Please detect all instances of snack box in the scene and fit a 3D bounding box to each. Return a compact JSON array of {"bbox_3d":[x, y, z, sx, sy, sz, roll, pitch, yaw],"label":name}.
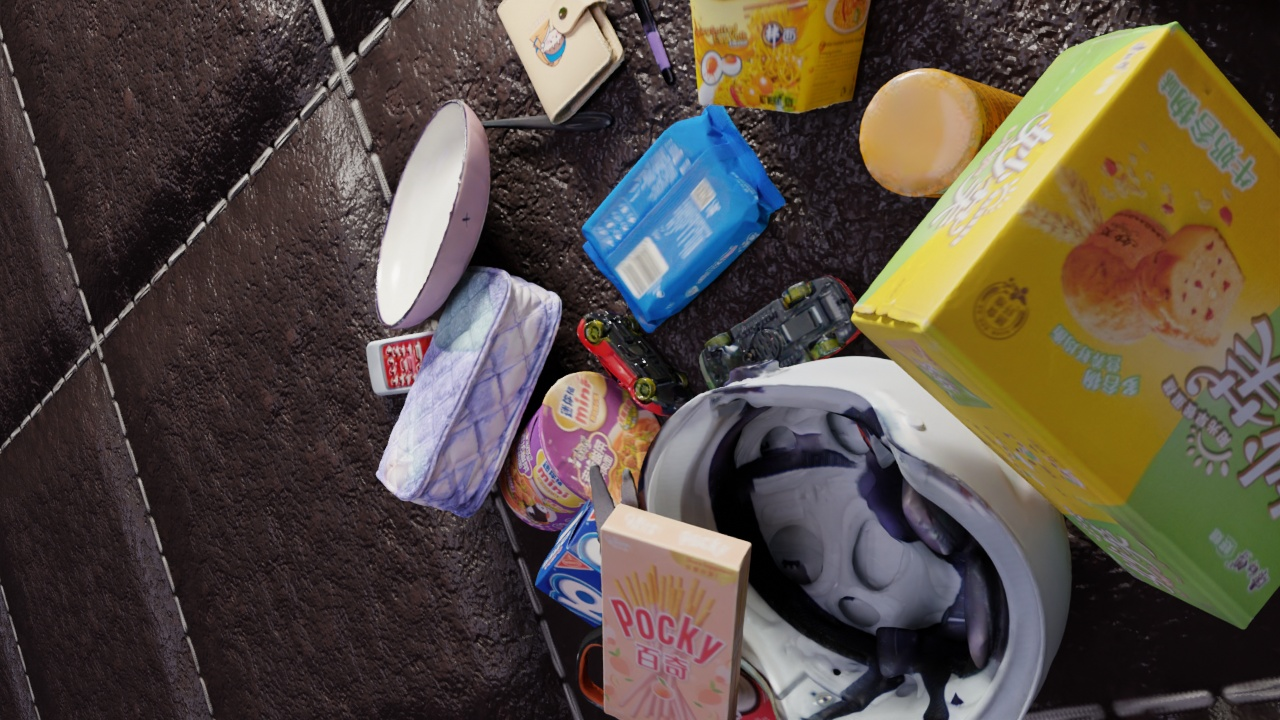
[{"bbox_3d":[0.029,0.183,0.637,0.207,0.057,0.058,35,130,-1],"label":"snack box"},{"bbox_3d":[0.019,0.164,0.548,0.084,0.026,0.157,13,123,22],"label":"snack box"},{"bbox_3d":[0.222,-0.011,0.397,0.210,0.070,0.157,40,89,-12],"label":"snack box"}]

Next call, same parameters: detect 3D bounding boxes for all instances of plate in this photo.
[{"bbox_3d":[-0.166,-0.115,0.752,0.193,0.039,0.192,-34,48,49],"label":"plate"}]

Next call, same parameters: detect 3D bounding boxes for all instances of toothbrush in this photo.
[{"bbox_3d":[-0.011,-0.288,0.672,0.014,0.016,0.189,-24,84,38],"label":"toothbrush"},{"bbox_3d":[-0.096,-0.194,0.754,0.181,0.018,0.015,8,81,35],"label":"toothbrush"}]

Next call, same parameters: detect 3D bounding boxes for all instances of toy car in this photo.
[{"bbox_3d":[0.094,-0.011,0.615,0.121,0.045,0.053,-31,76,32],"label":"toy car"},{"bbox_3d":[-0.004,0.004,0.693,0.106,0.049,0.031,47,123,22],"label":"toy car"}]

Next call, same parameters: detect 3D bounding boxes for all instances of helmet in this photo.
[{"bbox_3d":[0.131,0.096,0.539,0.259,0.145,0.229,-7,101,54],"label":"helmet"}]

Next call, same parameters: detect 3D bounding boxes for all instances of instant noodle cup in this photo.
[{"bbox_3d":[-0.052,0.079,0.712,0.099,0.111,0.111,-38,74,44],"label":"instant noodle cup"},{"bbox_3d":[0.085,-0.219,0.554,0.116,0.115,0.124,17,119,35],"label":"instant noodle cup"}]

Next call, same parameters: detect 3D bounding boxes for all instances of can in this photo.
[{"bbox_3d":[0.170,-0.113,0.475,0.058,0.145,0.058,7,101,37],"label":"can"}]

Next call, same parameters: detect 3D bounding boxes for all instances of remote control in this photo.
[{"bbox_3d":[-0.215,0.002,0.876,0.136,0.020,0.056,-6,94,38],"label":"remote control"}]

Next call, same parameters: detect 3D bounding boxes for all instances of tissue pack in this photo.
[{"bbox_3d":[0.028,-0.099,0.648,0.158,0.052,0.095,-44,73,34],"label":"tissue pack"}]

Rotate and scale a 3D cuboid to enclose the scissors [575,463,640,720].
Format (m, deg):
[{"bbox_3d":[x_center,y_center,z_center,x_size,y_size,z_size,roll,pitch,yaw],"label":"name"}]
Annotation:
[{"bbox_3d":[-0.019,0.160,0.592,0.163,0.021,0.234,-19,112,32],"label":"scissors"}]

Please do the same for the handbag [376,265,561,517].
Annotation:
[{"bbox_3d":[-0.136,0.024,0.728,0.134,0.075,0.193,15,81,59],"label":"handbag"}]

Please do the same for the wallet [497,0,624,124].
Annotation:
[{"bbox_3d":[-0.062,-0.255,0.709,0.087,0.024,0.115,-35,69,30],"label":"wallet"}]
